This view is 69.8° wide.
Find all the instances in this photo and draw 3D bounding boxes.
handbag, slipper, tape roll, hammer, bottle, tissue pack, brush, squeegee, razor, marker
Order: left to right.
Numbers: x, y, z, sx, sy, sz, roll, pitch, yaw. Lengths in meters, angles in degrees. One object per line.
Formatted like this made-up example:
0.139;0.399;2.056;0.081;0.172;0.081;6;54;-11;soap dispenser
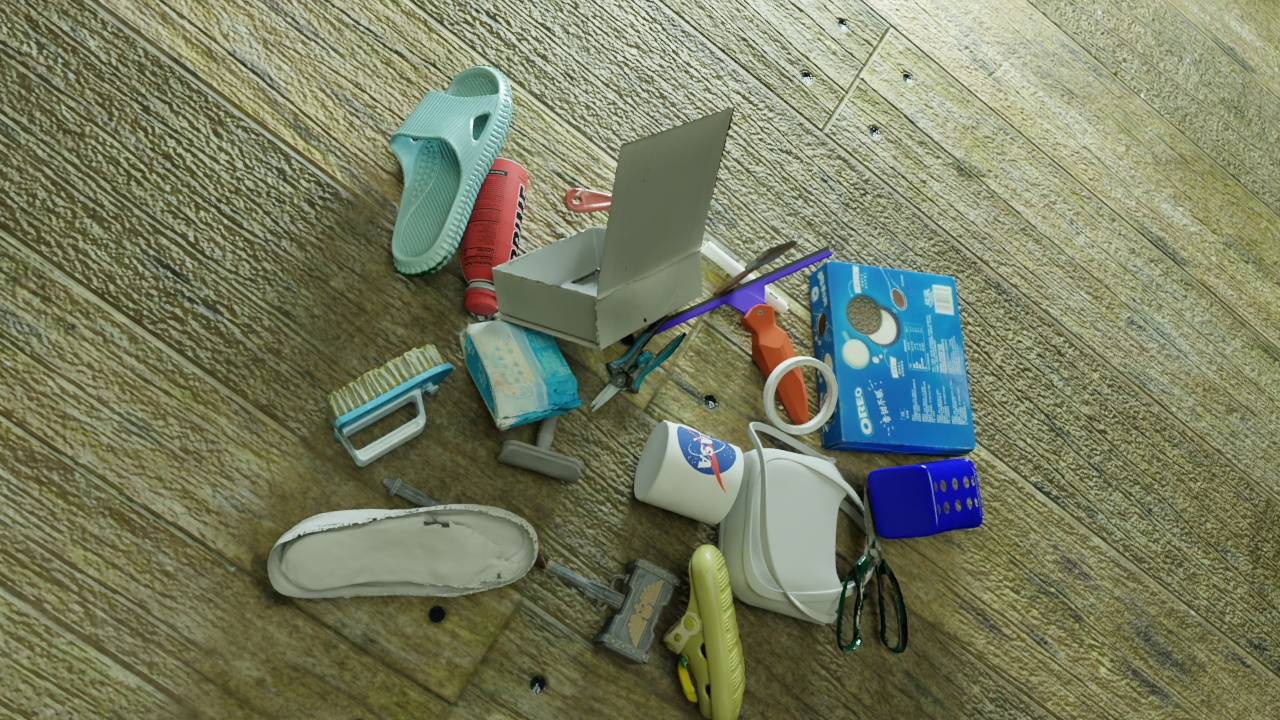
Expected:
-0.247;0.043;0.937;0.135;0.055;0.075;-32;82;-26;brush
-0.222;0.183;0.881;0.246;0.074;0.112;-1;116;-10;slipper
-0.218;-0.221;1.006;0.116;0.069;0.275;4;69;28;slipper
-0.166;-0.137;1.023;0.062;0.062;0.176;11;70;-17;bottle
-0.129;0.012;0.969;0.092;0.062;0.144;-10;44;-24;tissue pack
-0.119;0.199;0.948;0.322;0.044;0.098;29;65;-7;hammer
-0.100;0.067;0.998;0.088;0.047;0.116;19;60;-15;razor
-0.014;-0.188;1.114;0.172;0.030;0.041;-2;75;-23;brush
0.061;0.289;0.957;0.082;0.091;0.190;-7;91;11;slipper
0.132;-0.103;1.151;0.133;0.017;0.020;38;27;-6;marker
0.125;-0.103;1.077;0.045;0.143;0.008;-22;83;-34;brush
0.161;-0.008;1.109;0.249;0.055;0.185;-24;95;-11;squeegee
0.190;0.041;1.085;0.093;0.013;0.093;-4;103;-18;tape roll
0.199;0.189;1.050;0.222;0.096;0.215;17;68;-28;handbag

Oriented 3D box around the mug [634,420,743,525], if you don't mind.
0.052;0.115;1.019;0.090;0.091;0.121;21;32;-14;mug

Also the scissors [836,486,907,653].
0.283;0.252;1.073;0.154;0.015;0.209;35;60;-32;scissors

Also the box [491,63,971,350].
0.048;-0.139;0.847;0.166;0.508;0.148;-31;90;-41;box

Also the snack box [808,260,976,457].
0.319;0.000;1.167;0.195;0.056;0.238;5;73;-19;snack box

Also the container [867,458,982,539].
0.336;0.163;1.082;0.113;0.085;0.085;2;77;-45;container

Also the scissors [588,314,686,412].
0.000;0.007;1.059;0.138;0.019;0.128;0;73;-10;scissors
